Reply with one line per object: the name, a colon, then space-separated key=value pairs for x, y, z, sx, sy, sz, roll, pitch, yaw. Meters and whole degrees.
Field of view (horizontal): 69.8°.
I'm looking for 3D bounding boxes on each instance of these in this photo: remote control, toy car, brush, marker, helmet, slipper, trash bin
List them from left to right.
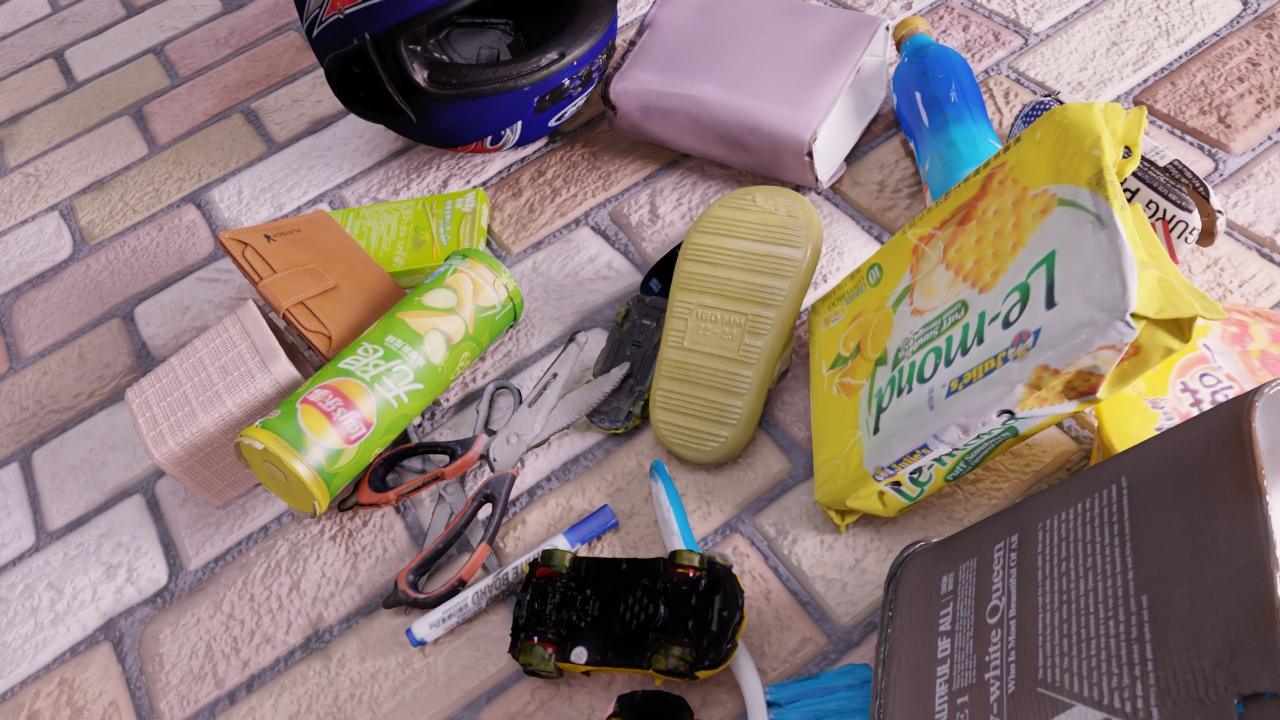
helmet: x=-0.132 y=-0.291 z=0.746 sx=0.316 sy=0.240 sz=0.246 roll=17 pitch=59 yaw=47
marker: x=-0.079 y=0.133 z=0.571 sx=0.145 sy=0.017 sz=0.017 roll=-30 pitch=53 yaw=-12
toy car: x=-0.010 y=0.144 z=0.515 sx=0.156 sy=0.041 sz=0.071 roll=-9 pitch=57 yaw=30
toy car: x=-0.004 y=0.004 z=0.644 sx=0.048 sy=0.032 sz=0.105 roll=16 pitch=71 yaw=24
toy car: x=0.009 y=0.228 z=0.466 sx=0.056 sy=0.037 sz=0.122 roll=7 pitch=46 yaw=-16
remote control: x=0.059 y=-0.084 z=0.698 sx=0.136 sy=0.024 sz=0.053 roll=-35 pitch=54 yaw=-13
slipper: x=0.064 y=-0.022 z=0.621 sx=0.092 sy=0.081 sz=0.190 roll=17 pitch=87 yaw=21
brush: x=0.073 y=0.174 z=0.492 sx=0.109 sy=0.060 sz=0.313 roll=-14 pitch=50 yaw=7
trash bin: x=0.220 y=0.135 z=0.344 sx=0.198 sy=0.220 sz=0.198 roll=17 pitch=56 yaw=-3

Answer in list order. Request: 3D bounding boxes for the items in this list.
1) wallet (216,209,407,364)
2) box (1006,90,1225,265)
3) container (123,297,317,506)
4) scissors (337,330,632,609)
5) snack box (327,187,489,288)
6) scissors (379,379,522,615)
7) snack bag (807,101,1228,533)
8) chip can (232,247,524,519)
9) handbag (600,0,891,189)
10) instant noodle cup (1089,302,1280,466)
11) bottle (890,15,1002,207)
wallet: x=-0.235 y=-0.056 z=0.687 sx=0.132 sy=0.031 sz=0.107 roll=45 pitch=35 yaw=12
box: x=0.321 y=-0.127 z=0.644 sx=0.081 sy=0.075 sz=0.163 roll=-33 pitch=56 yaw=0
container: x=-0.289 y=0.033 z=0.654 sx=0.110 sy=0.090 sz=0.090 roll=-36 pitch=55 yaw=-11
scissors: x=-0.105 y=0.068 z=0.611 sx=0.222 sy=0.015 sz=0.189 roll=-9 pitch=58 yaw=11
snack box: x=-0.206 y=-0.097 z=0.767 sx=0.156 sy=0.026 sz=0.085 roll=-8 pitch=53 yaw=7
scissors: x=-0.133 y=0.084 z=0.627 sx=0.159 sy=0.014 sz=0.180 roll=18 pitch=61 yaw=23
snack bag: x=0.187 y=-0.018 z=0.515 sx=0.068 sy=0.247 sz=0.157 roll=22 pitch=50 yaw=-21
chip can: x=-0.169 y=0.007 z=0.633 sx=0.073 sy=0.073 sz=0.220 roll=21 pitch=51 yaw=26
handbag: x=0.085 y=-0.222 z=0.747 sx=0.197 sy=0.098 sz=0.144 roll=22 pitch=60 yaw=25
instant noodle cup: x=0.304 y=0.057 z=0.484 sx=0.138 sy=0.110 sz=0.137 roll=-7 pitch=53 yaw=9
bottle: x=0.234 y=-0.194 z=0.712 sx=0.065 sy=0.065 sz=0.218 roll=-8 pitch=53 yaw=7
